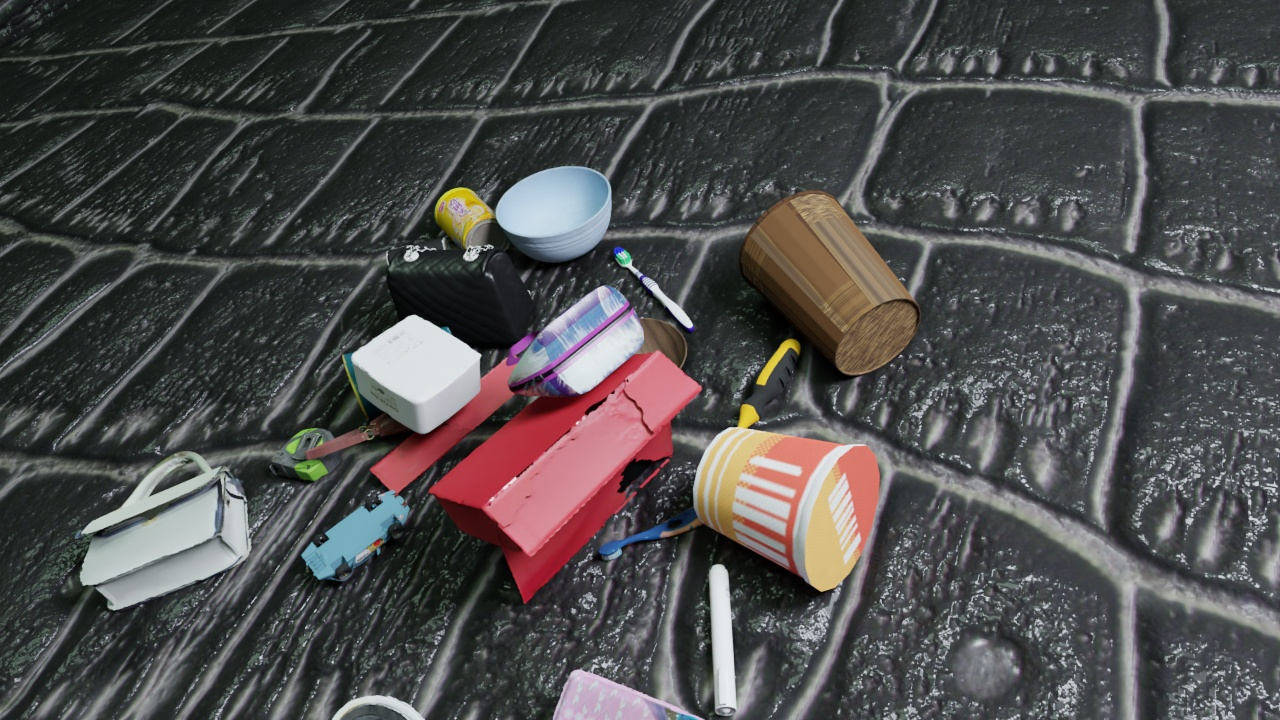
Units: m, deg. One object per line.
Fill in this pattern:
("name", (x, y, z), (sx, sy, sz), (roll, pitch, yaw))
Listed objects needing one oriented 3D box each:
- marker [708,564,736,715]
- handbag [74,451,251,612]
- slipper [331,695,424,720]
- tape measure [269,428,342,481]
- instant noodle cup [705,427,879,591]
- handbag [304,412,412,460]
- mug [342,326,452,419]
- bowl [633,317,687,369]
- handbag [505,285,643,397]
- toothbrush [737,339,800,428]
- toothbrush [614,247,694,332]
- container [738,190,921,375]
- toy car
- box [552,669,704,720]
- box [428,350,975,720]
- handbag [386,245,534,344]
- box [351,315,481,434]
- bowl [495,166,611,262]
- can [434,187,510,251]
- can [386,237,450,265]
("marker", (0.067, 0.227, 0.762), (0.017, 0.020, 0.133), (-10, 44, 11))
("handbag", (-0.497, 0.154, 0.961), (0.151, 0.074, 0.176), (-21, 43, -5))
("slipper", (-0.201, 0.363, 0.675), (0.111, 0.063, 0.263), (-14, 46, 2))
("tape measure", (-0.362, 0.100, 1.004), (0.066, 0.036, 0.058), (5, 47, 21))
("instant noodle cup", (0.122, 0.118, 0.794), (0.121, 0.123, 0.123), (15, 51, 38))
("handbag", (-0.300, 0.080, 0.986), (0.119, 0.029, 0.055), (-22, 11, -23))
("mug", (-0.267, 0.009, 1.045), (0.121, 0.078, 0.078), (-21, 44, -12))
("bowl", (-0.006, 0.006, 0.999), (0.119, 0.032, 0.119), (-8, 44, 8))
("handbag", (-0.079, -0.012, 0.868), (0.144, 0.068, 0.170), (-40, 14, -24))
("toothbrush", (0.113, 0.050, 0.925), (0.031, 0.031, 0.196), (12, 53, 37))
("toothbrush", (0.014, -0.087, 1.100), (0.015, 0.016, 0.186), (-28, 45, -13))
("container", (0.201, -0.077, 0.962), (0.132, 0.132, 0.167), (-25, 50, -9))
("toy car", (-0.275, 0.177, 0.907), (0.107, 0.027, 0.060), (-37, 48, -21))
("box", (0.042, 0.308, 0.678), (0.231, 0.063, 0.084), (13, 75, 26))
("box", (0.026, 0.130, 0.741), (0.426, 0.128, 0.212), (28, 57, 34))
("handbag", (-0.210, -0.093, 1.091), (0.154, 0.125, 0.114), (4, 47, 20))
("box", (-0.233, 0.028, 0.974), (0.108, 0.102, 0.102), (31, 48, 21))
("bowl", (-0.104, -0.177, 1.182), (0.151, 0.075, 0.150), (-8, 45, 8))
("can", (-0.225, -0.181, 1.227), (0.067, 0.068, 0.105), (-31, 46, -16))
("can", (-0.298, -0.141, 1.233), (0.080, 0.031, 0.031), (-12, 44, 4))
